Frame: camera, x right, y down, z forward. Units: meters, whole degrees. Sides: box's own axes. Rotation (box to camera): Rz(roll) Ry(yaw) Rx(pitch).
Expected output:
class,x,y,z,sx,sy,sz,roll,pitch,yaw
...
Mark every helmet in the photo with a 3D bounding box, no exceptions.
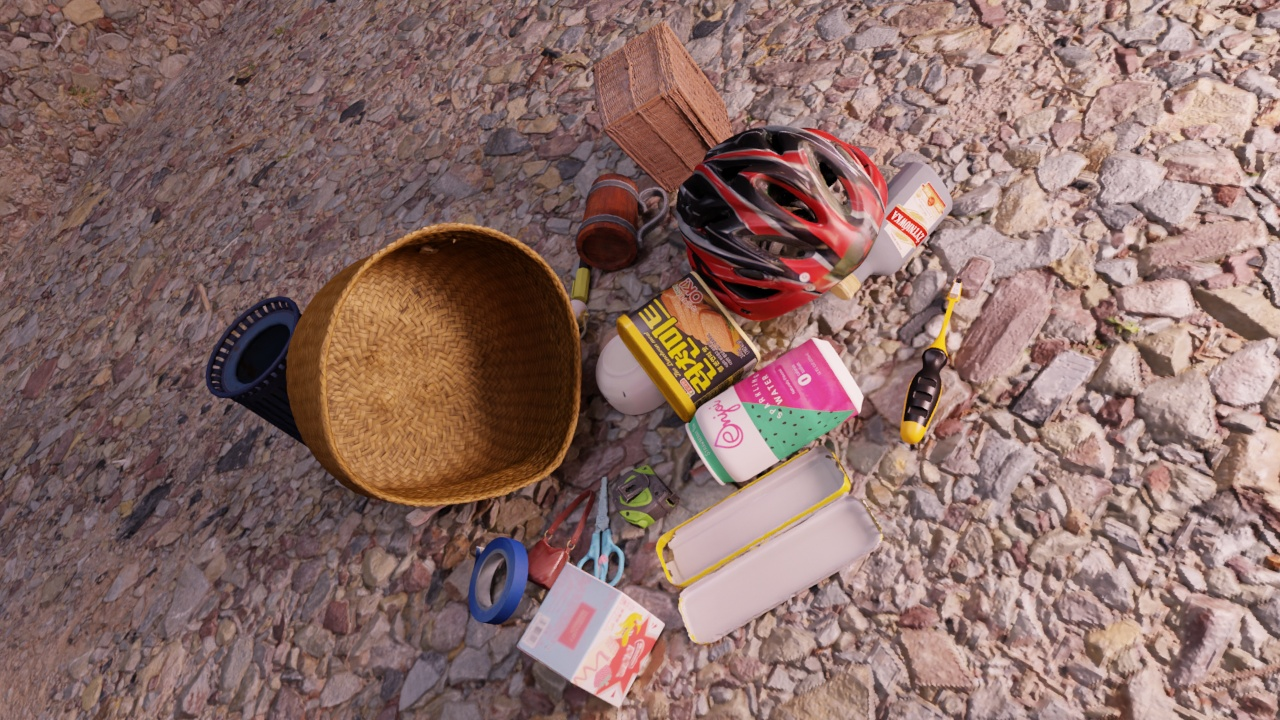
class,x,y,z,sx,sy,sz,roll,pitch,yaw
helmet,0.145,-0.156,0.991,0.217,0.167,0.272,-52,29,0

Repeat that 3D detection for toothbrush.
class,x,y,z,sx,sy,sz,roll,pitch,yaw
toothbrush,-0.209,0.154,1.121,0.181,0.018,0.015,-31,47,9
toothbrush,0.291,-0.002,0.908,0.031,0.031,0.196,17,63,17

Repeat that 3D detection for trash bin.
class,x,y,z,sx,sy,sz,roll,pitch,yaw
trash bin,-0.397,0.047,1.156,0.139,0.249,0.139,-17,50,22

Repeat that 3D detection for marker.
class,x,y,z,sx,sy,sz,roll,pitch,yaw
marker,-0.077,-0.128,1.242,0.021,0.017,0.123,-13,51,24

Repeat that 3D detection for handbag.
class,x,y,z,sx,sy,sz,roll,pitch,yaw
handbag,-0.086,0.193,1.011,0.055,0.029,0.119,13,60,44

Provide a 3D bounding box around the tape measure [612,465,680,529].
class,x,y,z,sx,sy,sz,roll,pitch,yaw
tape measure,0.000,0.145,0.980,0.058,0.036,0.065,-45,46,-3

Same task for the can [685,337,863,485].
class,x,y,z,sx,sy,sz,roll,pitch,yaw
can,0.134,0.052,0.925,0.166,0.088,0.088,-32,46,9

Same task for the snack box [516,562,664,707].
class,x,y,z,sx,sy,sz,roll,pitch,yaw
snack box,-0.045,0.264,0.881,0.080,0.095,0.092,18,68,39

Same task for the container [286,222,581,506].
class,x,y,z,sx,sy,sz,roll,pitch,yaw
container,-0.238,0.009,1.036,0.197,0.307,0.306,-1,55,55

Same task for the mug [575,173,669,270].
class,x,y,z,sx,sy,sz,roll,pitch,yaw
mug,-0.022,-0.188,1.217,0.117,0.081,0.110,-2,52,10

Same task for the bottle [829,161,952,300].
class,x,y,z,sx,sy,sz,roll,pitch,yaw
bottle,0.263,-0.134,0.989,0.161,0.072,0.046,-48,29,-6

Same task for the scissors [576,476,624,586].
class,x,y,z,sx,sy,sz,roll,pitch,yaw
scissors,-0.042,0.186,0.998,0.057,0.015,0.136,-16,45,20

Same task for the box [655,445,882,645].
class,x,y,z,sx,sy,sz,roll,pitch,yaw
box,0.121,0.178,0.891,0.210,0.023,0.127,-32,50,8

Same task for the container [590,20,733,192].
class,x,y,z,sx,sy,sz,roll,pitch,yaw
container,0.034,-0.317,1.184,0.113,0.198,0.113,-22,60,23

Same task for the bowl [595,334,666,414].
class,x,y,z,sx,sy,sz,roll,pitch,yaw
bowl,-0.006,0.006,1.074,0.105,0.054,0.104,-16,52,22

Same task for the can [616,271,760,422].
class,x,y,z,sx,sy,sz,roll,pitch,yaw
can,0.052,-0.016,1.001,0.101,0.072,0.131,-35,79,-8

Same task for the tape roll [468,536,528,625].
class,x,y,z,sx,sy,sz,roll,pitch,yaw
tape roll,-0.155,0.239,0.998,0.093,0.016,0.091,-25,52,45

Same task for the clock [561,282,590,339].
class,x,y,z,sx,sy,sz,roll,pitch,yaw
clock,-0.116,-0.052,1.172,0.088,0.052,0.125,-45,47,-7
